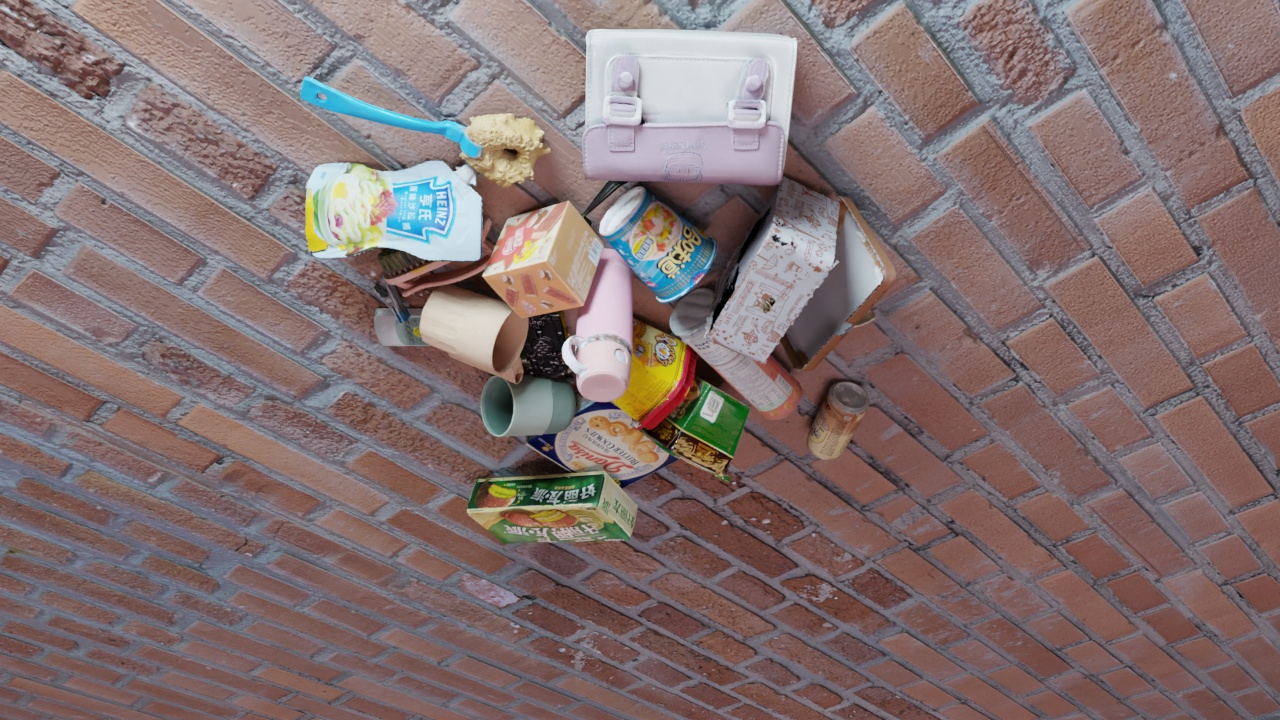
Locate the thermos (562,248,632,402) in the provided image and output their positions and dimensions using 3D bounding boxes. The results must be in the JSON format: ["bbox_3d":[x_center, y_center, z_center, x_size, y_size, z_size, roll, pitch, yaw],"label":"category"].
[{"bbox_3d":[-0.049,-0.046,1.051,0.087,0.198,0.067,32,129,-28],"label":"thermos"}]

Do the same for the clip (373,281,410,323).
[{"bbox_3d":[-0.308,-0.072,1.139,0.028,0.024,0.056,-24,109,20],"label":"clip"}]

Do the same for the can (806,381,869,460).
[{"bbox_3d":[0.278,0.086,1.298,0.058,0.058,0.117,6,137,-7],"label":"can"}]

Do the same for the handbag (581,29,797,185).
[{"bbox_3d":[0.044,-0.243,0.887,0.197,0.098,0.145,1,115,0],"label":"handbag"}]

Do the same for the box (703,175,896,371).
[{"bbox_3d":[0.185,-0.088,1.049,0.158,0.148,0.182,25,133,-5],"label":"box"}]

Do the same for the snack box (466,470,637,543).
[{"bbox_3d":[-0.136,0.227,1.404,0.241,0.063,0.114,-7,142,26],"label":"snack box"}]

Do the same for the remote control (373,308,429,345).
[{"bbox_3d":[-0.273,-0.042,1.183,0.135,0.019,0.056,0,137,-1],"label":"remote control"}]

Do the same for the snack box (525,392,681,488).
[{"bbox_3d":[-0.040,0.110,1.331,0.183,0.045,0.178,-31,129,29],"label":"snack box"}]

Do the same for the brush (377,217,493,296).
[{"bbox_3d":[-0.238,-0.120,1.067,0.146,0.063,0.073,-21,123,21],"label":"brush"}]

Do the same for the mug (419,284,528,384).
[{"bbox_3d":[-0.199,-0.028,1.118,0.103,0.084,0.125,20,148,16],"label":"mug"}]

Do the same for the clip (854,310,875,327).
[{"bbox_3d":[0.241,-0.050,1.171,0.076,0.034,0.104,32,124,-30],"label":"clip"}]

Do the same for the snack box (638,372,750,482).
[{"bbox_3d":[0.077,0.080,1.228,0.118,0.117,0.105,28,93,-31],"label":"snack box"}]

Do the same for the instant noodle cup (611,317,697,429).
[{"bbox_3d":[-0.007,0.007,1.181,0.123,0.116,0.116,32,128,-15],"label":"instant noodle cup"}]

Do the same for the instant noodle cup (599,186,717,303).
[{"bbox_3d":[0.016,-0.137,1.037,0.099,0.099,0.110,-34,119,30],"label":"instant noodle cup"}]

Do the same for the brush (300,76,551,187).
[{"bbox_3d":[-0.217,-0.240,0.944,0.254,0.045,0.083,13,138,-22],"label":"brush"}]

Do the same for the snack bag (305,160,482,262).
[{"bbox_3d":[-0.266,-0.163,1.000,0.191,0.110,0.039,0,168,3],"label":"snack bag"}]

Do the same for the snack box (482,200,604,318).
[{"bbox_3d":[-0.109,-0.113,1.040,0.095,0.092,0.077,-9,139,33],"label":"snack box"}]

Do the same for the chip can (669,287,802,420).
[{"bbox_3d":[0.128,-0.003,1.191,0.071,0.071,0.214,-27,131,26],"label":"chip can"}]

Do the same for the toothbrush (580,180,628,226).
[{"bbox_3d":[-0.012,-0.209,1.001,0.027,0.026,0.213,36,128,-15],"label":"toothbrush"}]

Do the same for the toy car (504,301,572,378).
[{"bbox_3d":[-0.128,-0.040,1.170,0.071,0.041,0.156,-5,132,5],"label":"toy car"}]

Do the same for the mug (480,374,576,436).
[{"bbox_3d":[-0.156,0.056,1.240,0.106,0.112,0.082,-1,106,-41],"label":"mug"}]
